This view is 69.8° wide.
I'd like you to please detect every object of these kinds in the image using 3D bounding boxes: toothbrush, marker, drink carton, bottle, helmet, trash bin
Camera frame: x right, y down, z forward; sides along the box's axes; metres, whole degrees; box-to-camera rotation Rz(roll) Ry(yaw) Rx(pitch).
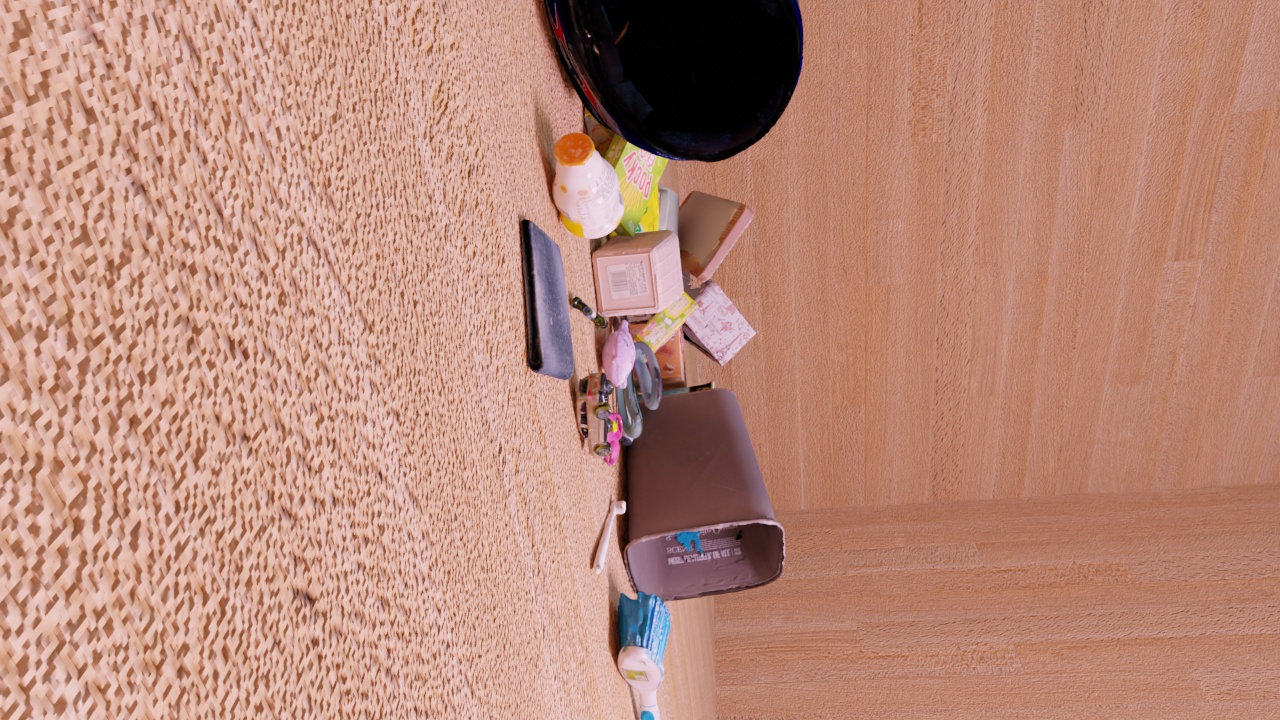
[{"bbox_3d":[-0.050,-0.048,0.979,0.012,0.017,0.186,-55,172,0],"label":"toothbrush"},{"bbox_3d":[-0.033,0.186,0.981,0.180,0.016,0.016,-67,149,-77],"label":"toothbrush"},{"bbox_3d":[-0.019,0.051,1.198,0.023,0.018,0.130,93,-4,-62],"label":"marker"},{"bbox_3d":[-0.005,-0.072,1.247,0.122,0.053,0.045,-22,109,-83],"label":"drink carton"},{"bbox_3d":[-0.051,-0.160,0.837,0.108,0.063,0.063,74,14,-64],"label":"bottle"},{"bbox_3d":[0.024,-0.360,0.929,0.315,0.247,0.240,50,13,-39],"label":"helmet"},{"bbox_3d":[0.071,0.174,1.209,0.199,0.199,0.219,80,2,-52],"label":"trash bin"}]

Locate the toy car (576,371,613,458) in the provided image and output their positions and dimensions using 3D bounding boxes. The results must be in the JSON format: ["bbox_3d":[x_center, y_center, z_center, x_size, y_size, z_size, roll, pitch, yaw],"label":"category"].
[{"bbox_3d":[-0.043,0.055,0.890,0.042,0.035,0.091,-84,174,-51],"label":"toy car"}]

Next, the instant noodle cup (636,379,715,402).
[{"bbox_3d":[0.054,0.086,1.373,0.111,0.120,0.111,-2,89,-83],"label":"instant noodle cup"}]

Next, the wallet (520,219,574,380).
[{"bbox_3d":[-0.076,-0.046,0.744,0.097,0.019,0.120,35,49,-81],"label":"wallet"}]

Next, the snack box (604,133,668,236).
[{"bbox_3d":[-0.006,-0.234,1.088,0.086,0.026,0.156,43,66,-53],"label":"snack box"}]

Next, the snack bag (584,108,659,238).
[{"bbox_3d":[-0.020,-0.269,1.193,0.157,0.068,0.247,-88,170,-45],"label":"snack bag"}]

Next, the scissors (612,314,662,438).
[{"bbox_3d":[-0.005,0.001,1.125,0.162,0.019,0.179,141,-55,-63],"label":"scissors"}]

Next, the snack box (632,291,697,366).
[{"bbox_3d":[0.024,-0.038,1.217,0.034,0.086,0.140,44,-14,4],"label":"snack box"}]

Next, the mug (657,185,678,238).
[{"bbox_3d":[0.021,-0.205,1.388,0.112,0.082,0.106,125,-29,-62],"label":"mug"}]

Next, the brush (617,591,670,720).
[{"bbox_3d":[0.008,0.377,1.090,0.315,0.060,0.109,81,13,-56],"label":"brush"}]

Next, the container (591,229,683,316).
[{"bbox_3d":[-0.004,-0.102,1.097,0.110,0.090,0.090,-52,137,-71],"label":"container"}]

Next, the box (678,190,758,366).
[{"bbox_3d":[0.112,-0.127,1.449,0.157,0.217,0.180,34,0,-31],"label":"box"}]

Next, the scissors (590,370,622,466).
[{"bbox_3d":[-0.042,0.065,1.009,0.137,0.017,0.072,70,26,-53],"label":"scissors"}]

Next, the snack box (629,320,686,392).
[{"bbox_3d":[0.026,-0.008,1.381,0.093,0.077,0.094,59,27,-75],"label":"snack box"}]

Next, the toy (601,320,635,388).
[{"bbox_3d":[-0.025,-0.003,1.073,0.108,0.039,0.084,-77,167,-84],"label":"toy"}]
